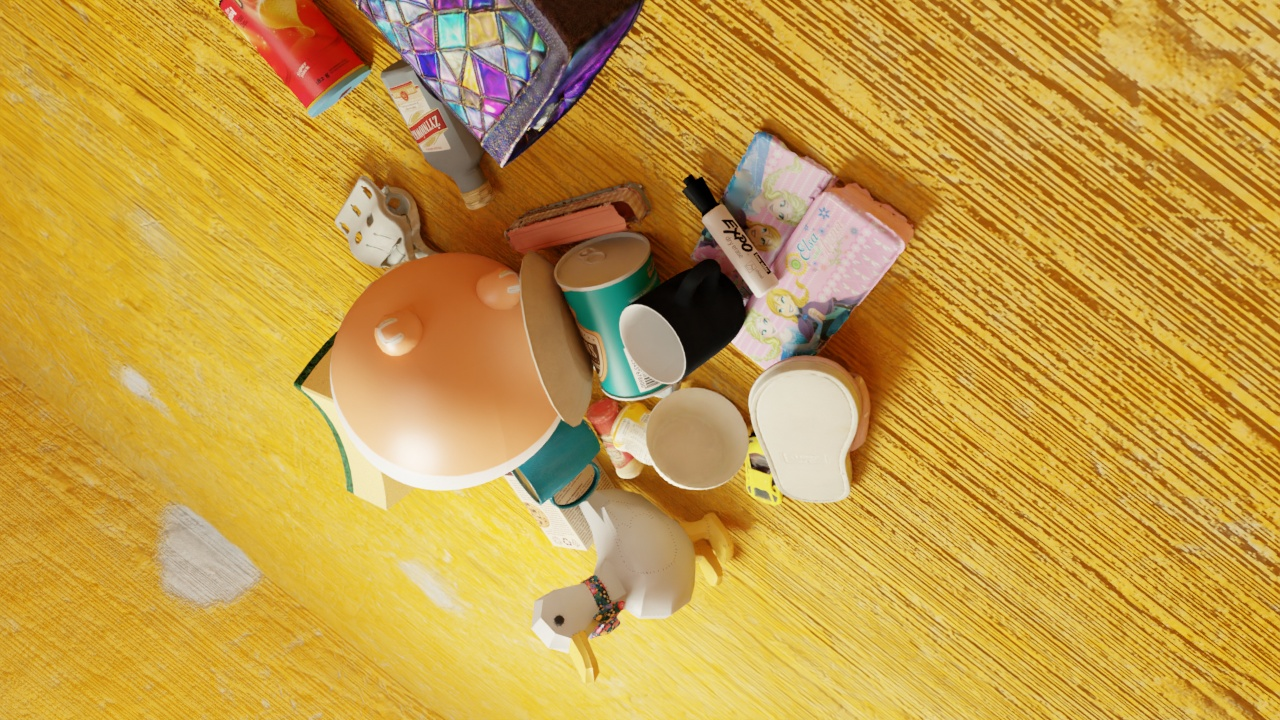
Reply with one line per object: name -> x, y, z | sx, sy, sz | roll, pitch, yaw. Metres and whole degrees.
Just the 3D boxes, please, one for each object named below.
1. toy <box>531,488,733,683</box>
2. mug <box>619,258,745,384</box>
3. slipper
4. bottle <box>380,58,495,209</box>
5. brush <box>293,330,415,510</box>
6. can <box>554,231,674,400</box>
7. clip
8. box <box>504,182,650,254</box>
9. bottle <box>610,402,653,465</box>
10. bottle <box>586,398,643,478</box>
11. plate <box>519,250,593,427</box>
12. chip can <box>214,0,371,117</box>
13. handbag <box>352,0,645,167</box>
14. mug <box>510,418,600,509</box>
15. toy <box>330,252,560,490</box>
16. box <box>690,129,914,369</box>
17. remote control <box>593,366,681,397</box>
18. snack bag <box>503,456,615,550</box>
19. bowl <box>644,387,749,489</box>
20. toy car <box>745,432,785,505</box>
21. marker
toy -> -0.019, 0.268, 1.170 | 0.141, 0.267, 0.246 | 100, 152, -50
mug -> 0.046, -0.048, 0.856 | 0.085, 0.094, 0.122 | 42, 144, 19
slipper -> 0.172, 0.067, 0.926 | 0.114, 0.054, 0.275 | 3, 147, 14
bottle -> -0.200, -0.233, 0.947 | 0.072, 0.046, 0.161 | 3, 131, 39
brush -> -0.340, 0.056, 1.250 | 0.075, 0.194, 0.251 | 19, 140, 25
can -> -0.018, -0.045, 0.945 | 0.099, 0.099, 0.144 | 8, 134, 35
clip -> -0.300, -0.150, 1.124 | 0.147, 0.081, 0.125 | 44, 146, -10
box -> -0.068, -0.140, 0.937 | 0.187, 0.053, 0.058 | -8, 92, 43
bottle -> 0.021, 0.097, 1.097 | 0.108, 0.063, 0.063 | 27, 143, 13
bottle -> -0.030, 0.100, 1.160 | 0.044, 0.044, 0.109 | 4, 132, 38
plate -> -0.079, -0.025, 0.958 | 0.027, 0.188, 0.189 | -14, 125, 10
chip can -> -0.378, -0.360, 0.933 | 0.087, 0.086, 0.213 | -17, 118, 49
handbag -> -0.132, -0.288, 0.764 | 0.205, 0.125, 0.223 | 48, 144, -12
mug -> -0.100, 0.129, 1.147 | 0.112, 0.104, 0.084 | 57, 163, -13
toy -> -0.210, 0.001, 1.018 | 0.265, 0.262, 0.281 | 58, 158, 16
box -> 0.126, -0.088, 0.838 | 0.159, 0.035, 0.231 | 39, 144, 8
remote control -> -0.006, 0.006, 1.050 | 0.114, 0.028, 0.060 | 19, 140, 24
snack bag -> -0.119, 0.149, 1.244 | 0.070, 0.094, 0.206 | -3, 127, 43
bowl -> 0.058, 0.094, 1.029 | 0.115, 0.115, 0.063 | 35, 159, 6
toy car -> 0.142, 0.125, 1.049 | 0.049, 0.030, 0.107 | 17, 137, 29
marker -> 0.079, -0.113, 0.822 | 0.126, 0.025, 0.025 | 54, 143, 0
